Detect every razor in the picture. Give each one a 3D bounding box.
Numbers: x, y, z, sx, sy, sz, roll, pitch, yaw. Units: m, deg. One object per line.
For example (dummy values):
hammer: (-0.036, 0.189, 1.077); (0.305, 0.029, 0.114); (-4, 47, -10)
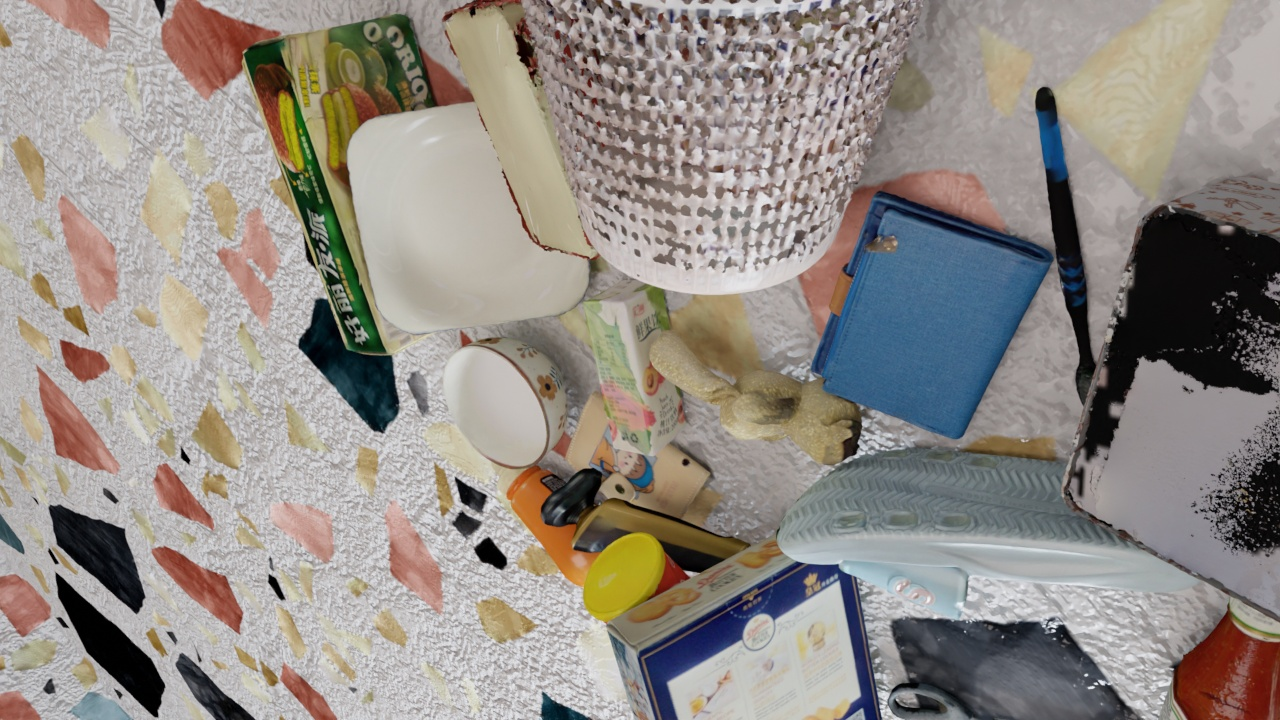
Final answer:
razor: (0.004, 0.132, 0.728); (0.167, 0.062, 0.067); (14, 81, 15)

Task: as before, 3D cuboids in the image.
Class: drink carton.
drink carton: (-0.004, 0.004, 0.682); (0.046, 0.053, 0.122); (5, 117, 36)

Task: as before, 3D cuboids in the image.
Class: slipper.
slipper: (0.206, 0.108, 0.556); (0.246, 0.103, 0.074); (0, 117, 30)

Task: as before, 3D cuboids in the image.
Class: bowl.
bowl: (-0.103, 0.028, 0.765); (0.113, 0.062, 0.114); (18, 123, 29)

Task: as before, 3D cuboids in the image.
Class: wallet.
wallet: (0.166, -0.025, 0.548); (0.106, 0.040, 0.133); (23, 127, 15)
wallet: (-0.006, 0.087, 0.753); (0.115, 0.024, 0.087); (34, 127, 10)

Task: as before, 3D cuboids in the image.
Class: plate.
plate: (-0.123, -0.106, 0.679); (0.164, 0.034, 0.164); (-7, 110, -4)

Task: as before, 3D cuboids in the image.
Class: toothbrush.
toothbrush: (0.233, -0.053, 0.497); (0.014, 0.016, 0.189); (-6, 110, 31)

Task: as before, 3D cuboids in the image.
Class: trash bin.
trash bin: (0.039, -0.150, 0.470); (0.228, 0.226, 0.192); (24, 140, 24)

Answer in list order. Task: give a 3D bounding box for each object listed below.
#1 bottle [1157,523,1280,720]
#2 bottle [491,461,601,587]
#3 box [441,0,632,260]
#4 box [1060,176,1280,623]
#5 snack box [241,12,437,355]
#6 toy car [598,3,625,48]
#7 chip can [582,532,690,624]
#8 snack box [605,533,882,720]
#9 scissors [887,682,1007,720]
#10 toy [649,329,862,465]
bottle: (0.341, 0.181, 0.522); (0.060, 0.059, 0.206); (16, 123, 29)
bottle: (-0.078, 0.133, 0.810); (0.149, 0.066, 0.067); (40, 133, 22)
box: (-0.059, -0.150, 0.587); (0.091, 0.079, 0.168); (19, 138, 49)
box: (0.344, 0.029, 0.400); (0.274, 0.125, 0.179); (15, 123, 24)
snack box: (-0.204, -0.134, 0.711); (0.063, 0.114, 0.240); (4, 117, 39)
toy car: (-0.035, -0.235, 0.576); (0.042, 0.035, 0.090); (8, 127, 56)
chip can: (0.047, 0.225, 0.711); (0.073, 0.073, 0.216); (-15, 126, 41)
snack box: (0.083, 0.230, 0.663); (0.046, 0.177, 0.182); (23, 131, 60)
scissors: (0.261, 0.260, 0.658); (0.136, 0.014, 0.175); (44, 133, 7)
toy: (0.076, 0.022, 0.624); (0.157, 0.066, 0.105); (24, 168, 17)
